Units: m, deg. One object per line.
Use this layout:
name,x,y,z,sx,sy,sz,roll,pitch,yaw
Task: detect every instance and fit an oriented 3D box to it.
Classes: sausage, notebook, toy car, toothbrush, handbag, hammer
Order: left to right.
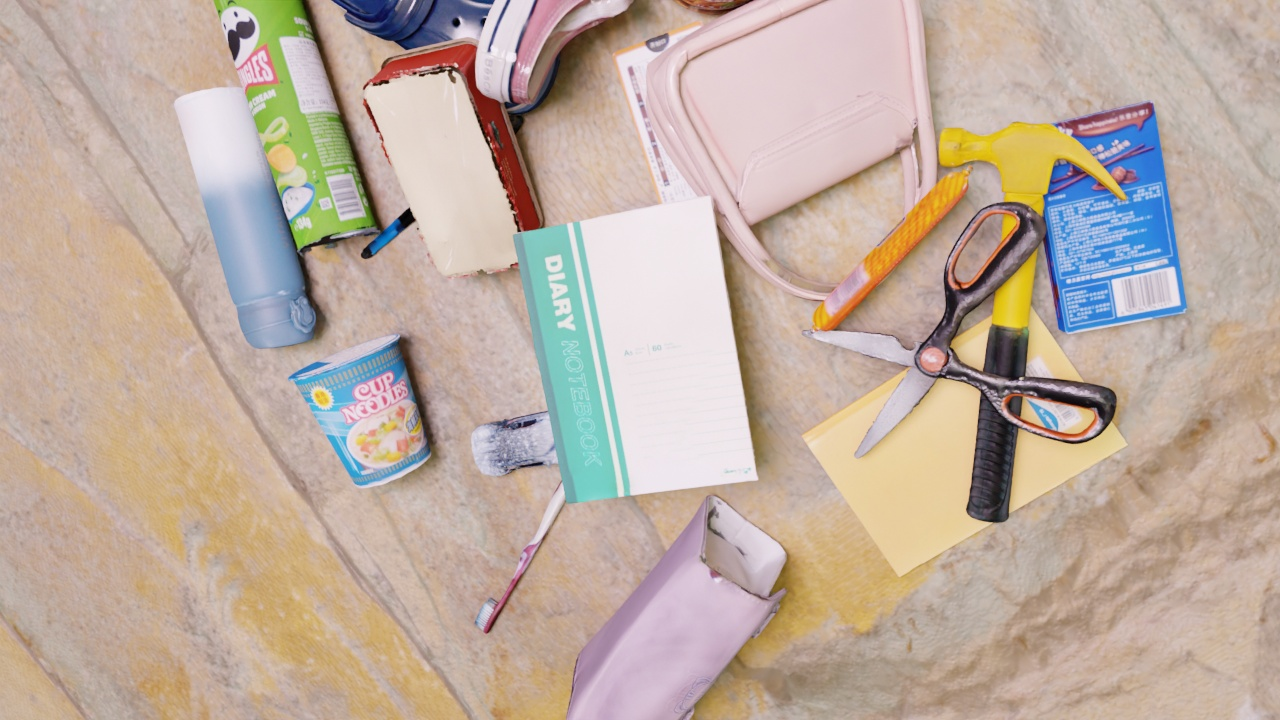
toothbrush,-0.172,-0.145,0.777,0.190,0.016,0.014,-37,86,15
toothbrush,-0.100,0.166,0.815,0.017,0.016,0.188,33,104,14
toy car,-0.096,0.071,0.790,0.106,0.031,0.049,-12,97,11
notebook,-0.004,-0.004,0.674,0.150,0.012,0.209,-9,97,11
handbag,0.027,0.222,0.734,0.098,0.144,0.197,38,104,5
handbag,0.128,-0.153,0.681,0.193,0.093,0.234,-26,106,-1
sausage,0.184,-0.079,0.678,0.021,0.021,0.165,43,107,1
notebook,0.255,0.064,0.736,0.206,0.010,0.146,-35,91,14
hammer,0.277,-0.024,0.687,0.129,0.032,0.301,8,103,24

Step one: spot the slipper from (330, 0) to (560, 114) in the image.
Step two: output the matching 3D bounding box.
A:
slipper,-0.174,-0.292,0.715,0.253,0.095,0.105,34,106,6

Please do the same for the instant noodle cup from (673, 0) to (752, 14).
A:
instant noodle cup,0.059,-0.318,0.650,0.138,0.108,0.138,0,94,-1

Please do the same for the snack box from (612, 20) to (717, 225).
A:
snack box,0.037,-0.181,0.727,0.075,0.026,0.154,-17,96,12

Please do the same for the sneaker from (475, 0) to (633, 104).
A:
sneaker,-0.042,-0.282,0.664,0.088,0.118,0.240,17,70,-1

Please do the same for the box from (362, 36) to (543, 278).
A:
box,-0.143,-0.147,0.704,0.091,0.077,0.168,-8,126,13

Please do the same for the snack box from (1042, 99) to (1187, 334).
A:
snack box,0.345,-0.104,0.683,0.085,0.026,0.157,-11,97,13

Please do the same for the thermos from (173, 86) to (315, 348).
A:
thermos,-0.334,-0.118,0.786,0.070,0.070,0.220,-13,97,12

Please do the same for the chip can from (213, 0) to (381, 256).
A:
chip can,-0.286,-0.210,0.759,0.072,0.072,0.236,-16,96,12

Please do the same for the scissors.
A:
scissors,0.235,-0.010,0.678,0.233,0.021,0.221,20,108,19

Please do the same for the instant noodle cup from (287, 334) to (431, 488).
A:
instant noodle cup,-0.231,0.045,0.784,0.099,0.099,0.110,-18,103,12
